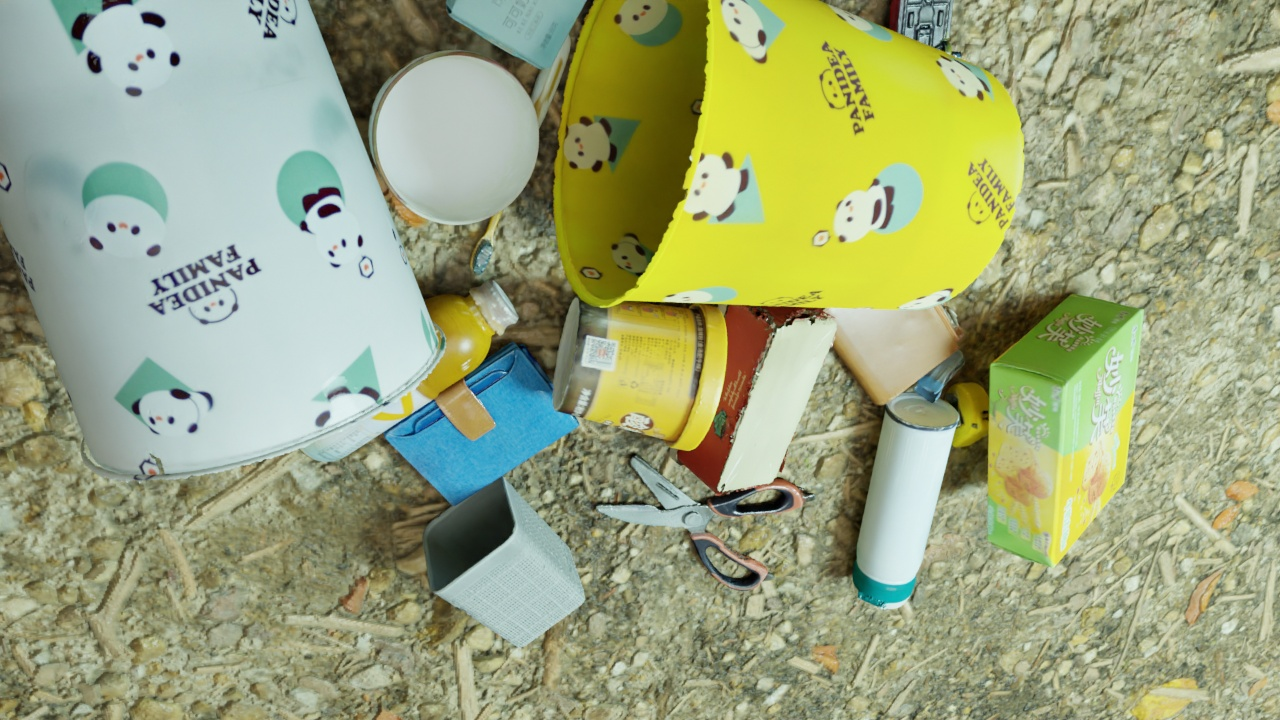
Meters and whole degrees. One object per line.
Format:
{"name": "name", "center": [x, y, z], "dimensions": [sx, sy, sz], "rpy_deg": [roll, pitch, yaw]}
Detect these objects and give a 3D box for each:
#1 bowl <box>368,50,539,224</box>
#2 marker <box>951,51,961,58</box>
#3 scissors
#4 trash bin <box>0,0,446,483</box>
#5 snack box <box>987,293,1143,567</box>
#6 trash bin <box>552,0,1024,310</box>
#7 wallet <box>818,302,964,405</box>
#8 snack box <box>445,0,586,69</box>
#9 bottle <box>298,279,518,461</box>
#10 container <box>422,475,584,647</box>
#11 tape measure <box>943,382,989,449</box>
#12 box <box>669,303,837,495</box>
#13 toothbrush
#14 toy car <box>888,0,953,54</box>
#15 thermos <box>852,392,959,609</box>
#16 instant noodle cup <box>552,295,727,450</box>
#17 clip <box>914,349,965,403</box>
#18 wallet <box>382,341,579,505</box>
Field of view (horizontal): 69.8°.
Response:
{"name": "bowl", "center": [-0.132, -0.156, 0.628], "dimensions": [0.113, 0.062, 0.114], "rpy_deg": [-12, 118, -24]}
{"name": "marker", "center": [0.246, -0.185, 0.752], "dimensions": [0.023, 0.018, 0.131], "rpy_deg": [16, 121, 24]}
{"name": "scissors", "center": [0.067, 0.154, 0.881], "dimensions": [0.226, 0.015, 0.189], "rpy_deg": [-11, 119, -9]}
{"name": "trash bin", "center": [-0.261, -0.094, 0.544], "dimensions": [0.229, 0.229, 0.252], "rpy_deg": [-15, 115, -8]}
{"name": "snack box", "center": [0.396, 0.065, 0.861], "dimensions": [0.157, 0.070, 0.210], "rpy_deg": [-32, 126, -32]}
{"name": "trash bin", "center": [0.098, -0.137, 0.626], "dimensions": [0.255, 0.229, 0.230], "rpy_deg": [5, 115, -24]}
{"name": "wallet", "center": [0.222, -0.033, 0.818], "dimensions": [0.108, 0.031, 0.132], "rpy_deg": [-39, 122, 8]}
{"name": "snack box", "center": [-0.054, -0.286, 0.594], "dimensions": [0.074, 0.051, 0.175], "rpy_deg": [24, 107, -26]}
{"name": "bottle", "center": [-0.181, 0.004, 0.698], "dimensions": [0.189, 0.068, 0.068], "rpy_deg": [-33, 121, 2]}
{"name": "container", "center": [-0.115, 0.179, 0.798], "dimensions": [0.090, 0.090, 0.114], "rpy_deg": [-37, 123, 5]}
{"name": "tape measure", "center": [0.307, 0.050, 0.870], "dimensions": [0.029, 0.057, 0.060], "rpy_deg": [-6, 158, -10]}
{"name": "box", "center": [0.100, 0.030, 0.773], "dimensions": [0.091, 0.080, 0.169], "rpy_deg": [-4, 121, -41]}
{"name": "toothbrush", "center": [-0.089, -0.147, 0.675], "dimensions": [0.016, 0.018, 0.192], "rpy_deg": [16, 111, -25]}
{"name": "toy car", "center": [0.211, -0.268, 0.692], "dimensions": [0.049, 0.031, 0.106], "rpy_deg": [-9, 120, -13]}
{"name": "thermos", "center": [0.255, 0.144, 0.901], "dimensions": [0.073, 0.073, 0.225], "rpy_deg": [-4, 118, -15]}
{"name": "instant noodle cup", "center": [-0.004, 0.004, 0.727], "dimensions": [0.114, 0.118, 0.119], "rpy_deg": [11, 113, -13]}
{"name": "clip", "center": [0.282, 0.011, 0.859], "dimensions": [0.058, 0.027, 0.045], "rpy_deg": [-48, 147, -12]}
{"name": "wallet", "center": [-0.129, 0.053, 0.758], "dimensions": [0.133, 0.040, 0.106], "rpy_deg": [-33, 125, 1]}
